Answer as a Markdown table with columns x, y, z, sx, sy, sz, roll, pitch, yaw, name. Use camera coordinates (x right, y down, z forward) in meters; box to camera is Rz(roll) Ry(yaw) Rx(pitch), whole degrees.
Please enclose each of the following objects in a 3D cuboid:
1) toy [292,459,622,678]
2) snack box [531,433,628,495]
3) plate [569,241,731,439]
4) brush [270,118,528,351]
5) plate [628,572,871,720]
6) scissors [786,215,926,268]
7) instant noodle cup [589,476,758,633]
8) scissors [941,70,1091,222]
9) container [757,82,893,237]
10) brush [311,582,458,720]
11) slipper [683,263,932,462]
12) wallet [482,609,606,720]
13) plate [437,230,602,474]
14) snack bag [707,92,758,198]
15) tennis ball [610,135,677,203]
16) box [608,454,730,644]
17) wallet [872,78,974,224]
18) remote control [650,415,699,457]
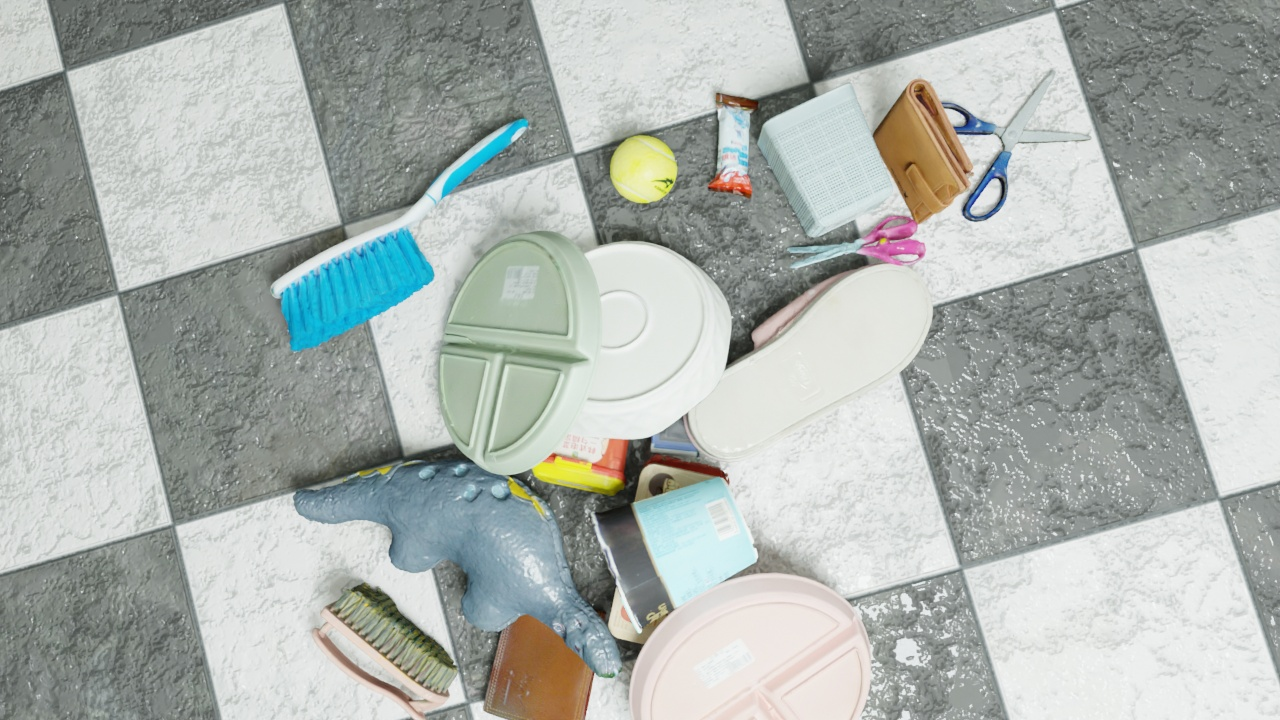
| x | y | z | sx | sy | sz | roll | pitch | yaw | name |
| --- | --- | --- | --- | --- | --- | --- | --- | --- | --- |
| -0.155 | 0.170 | 0.866 | 0.356 | 0.091 | 0.137 | 27 | 77 | 12 | toy |
| -0.054 | 0.081 | 0.878 | 0.091 | 0.082 | 0.080 | 11 | 77 | 6 | snack box |
| -0.019 | -0.027 | 0.857 | 0.205 | 0.045 | 0.204 | -5 | 63 | 10 | plate |
| -0.231 | -0.126 | 0.919 | 0.314 | 0.060 | 0.109 | -28 | 81 | -1 | brush |
| 0.104 | 0.298 | 0.828 | 0.229 | 0.028 | 0.230 | -3 | 110 | -9 | plate |
| 0.208 | -0.116 | 0.894 | 0.137 | 0.017 | 0.093 | 1 | 45 | 22 | scissors |
| 0.032 | 0.158 | 0.788 | 0.120 | 0.111 | 0.111 | -23 | 85 | -4 | instant noodle cup |
| 0.351 | -0.216 | 0.900 | 0.162 | 0.012 | 0.175 | 24 | 88 | 6 | scissors |
| 0.177 | -0.185 | 0.873 | 0.090 | 0.090 | 0.111 | -25 | 87 | 2 | container |
| -0.244 | 0.284 | 0.887 | 0.145 | 0.063 | 0.073 | 39 | 86 | 4 | brush |
| 0.160 | 0.002 | 0.877 | 0.274 | 0.054 | 0.114 | -35 | 89 | -8 | slipper |
| -0.094 | 0.293 | 0.891 | 0.101 | 0.032 | 0.124 | 12 | 86 | 7 | wallet |
| -0.120 | -0.011 | 0.840 | 0.231 | 0.027 | 0.230 | -14 | 71 | 43 | plate |
| 0.092 | -0.213 | 0.911 | 0.048 | 0.026 | 0.104 | 8 | 87 | -7 | snack bag |
| 0.003 | -0.186 | 0.896 | 0.065 | 0.065 | 0.065 | 0 | 86 | 4 | tennis ball |
| 0.027 | 0.179 | 0.874 | 0.091 | 0.076 | 0.168 | 12 | 93 | 4 | box |
| 0.258 | -0.188 | 0.845 | 0.031 | 0.132 | 0.108 | -26 | 86 | -1 | wallet |
| 0.040 | 0.031 | 0.900 | 0.049 | 0.024 | 0.125 | 6 | 86 | 5 | remote control |
